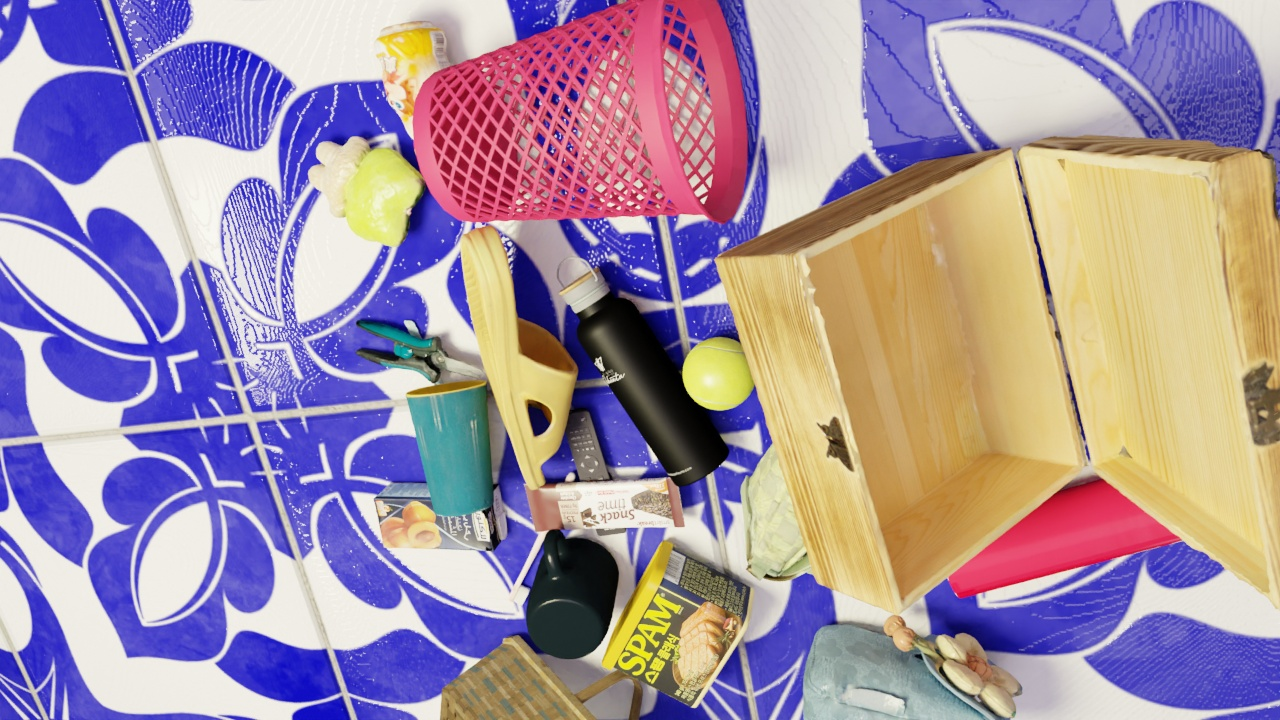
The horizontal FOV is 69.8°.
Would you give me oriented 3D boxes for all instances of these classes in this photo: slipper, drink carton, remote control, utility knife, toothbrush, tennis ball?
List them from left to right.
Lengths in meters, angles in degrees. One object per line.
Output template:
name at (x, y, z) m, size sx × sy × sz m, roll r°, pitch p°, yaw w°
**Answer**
drink carton at (-0.209, 0.163, 0.964) m, size 0.130 × 0.040 × 0.064 m, roll -1°, pitch 110°, yaw 15°
utility knife at (-0.195, 0.039, 0.931) m, size 0.022 × 0.015 × 0.179 m, roll -20°, pitch 100°, yaw 20°
slipper at (-0.104, -0.004, 0.841) m, size 0.078 × 0.099 × 0.264 m, roll -18°, pitch 125°, yaw -16°
toothbrush at (-0.101, 0.188, 0.958) m, size 0.018 × 0.015 × 0.181 m, roll 24°, pitch 115°, yaw -2°
remote control at (-0.045, 0.112, 0.914) m, size 0.032 × 0.015 × 0.136 m, roll -10°, pitch 107°, yaw 18°
tennis ball at (0.070, 0.012, 0.818) m, size 0.065 × 0.065 × 0.065 m, roll 5°, pitch 111°, yaw 13°

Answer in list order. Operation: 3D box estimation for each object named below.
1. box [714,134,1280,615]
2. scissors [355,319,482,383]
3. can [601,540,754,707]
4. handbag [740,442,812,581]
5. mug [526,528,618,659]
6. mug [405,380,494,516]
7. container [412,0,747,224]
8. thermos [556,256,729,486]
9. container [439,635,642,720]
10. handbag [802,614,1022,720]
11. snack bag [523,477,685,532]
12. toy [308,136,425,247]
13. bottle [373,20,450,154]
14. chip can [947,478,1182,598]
box at (0.281, 0.003, 0.619) m, size 0.316 × 0.281 × 0.279 m, roll 3°, pitch 117°, yaw 58°
scissors at (-0.225, -0.011, 0.906) m, size 0.128 × 0.019 × 0.140 m, roll -35°, pitch 93°, yaw 31°
can at (0.038, 0.266, 0.919) m, size 0.104 × 0.075 × 0.135 m, roll 26°, pitch 114°, yaw 1°
handbag at (0.162, 0.114, 0.810) m, size 0.117 × 0.113 × 0.187 m, roll 28°, pitch 114°, yaw -5°
mug at (-0.072, 0.223, 0.912) m, size 0.085 × 0.094 × 0.122 m, roll -11°, pitch 111°, yaw 9°
mug at (-0.180, 0.085, 0.889) m, size 0.078 × 0.078 × 0.121 m, roll -5°, pitch 97°, yaw 16°
container at (-0.051, -0.187, 0.728) m, size 0.226 × 0.182 × 0.183 m, roll -4°, pitch 109°, yaw 24°
thermos at (-0.005, 0.005, 0.838) m, size 0.061 × 0.061 × 0.231 m, roll -29°, pitch 100°, yaw 22°
container at (-0.078, 0.410, 0.959) m, size 0.250 × 0.186 × 0.158 m, roll 31°, pitch 121°, yaw 43°
handbag at (0.250, 0.300, 0.853) m, size 0.192 × 0.121 × 0.119 m, roll 9°, pitch 113°, yaw 16°
snack bag at (-0.037, 0.144, 0.907) m, size 0.158 × 0.013 × 0.057 m, roll -4°, pitch 110°, yaw 16°
toy at (-0.257, -0.161, 0.853) m, size 0.115 × 0.046 × 0.092 m, roll 30°, pitch 114°, yaw 10°
bottle at (-0.190, -0.235, 0.796) m, size 0.063 × 0.063 × 0.108 m, roll -6°, pitch 107°, yaw 17°
chip can at (0.371, 0.143, 0.787) m, size 0.221 × 0.069 × 0.069 m, roll -22°, pitch 103°, yaw 21°
